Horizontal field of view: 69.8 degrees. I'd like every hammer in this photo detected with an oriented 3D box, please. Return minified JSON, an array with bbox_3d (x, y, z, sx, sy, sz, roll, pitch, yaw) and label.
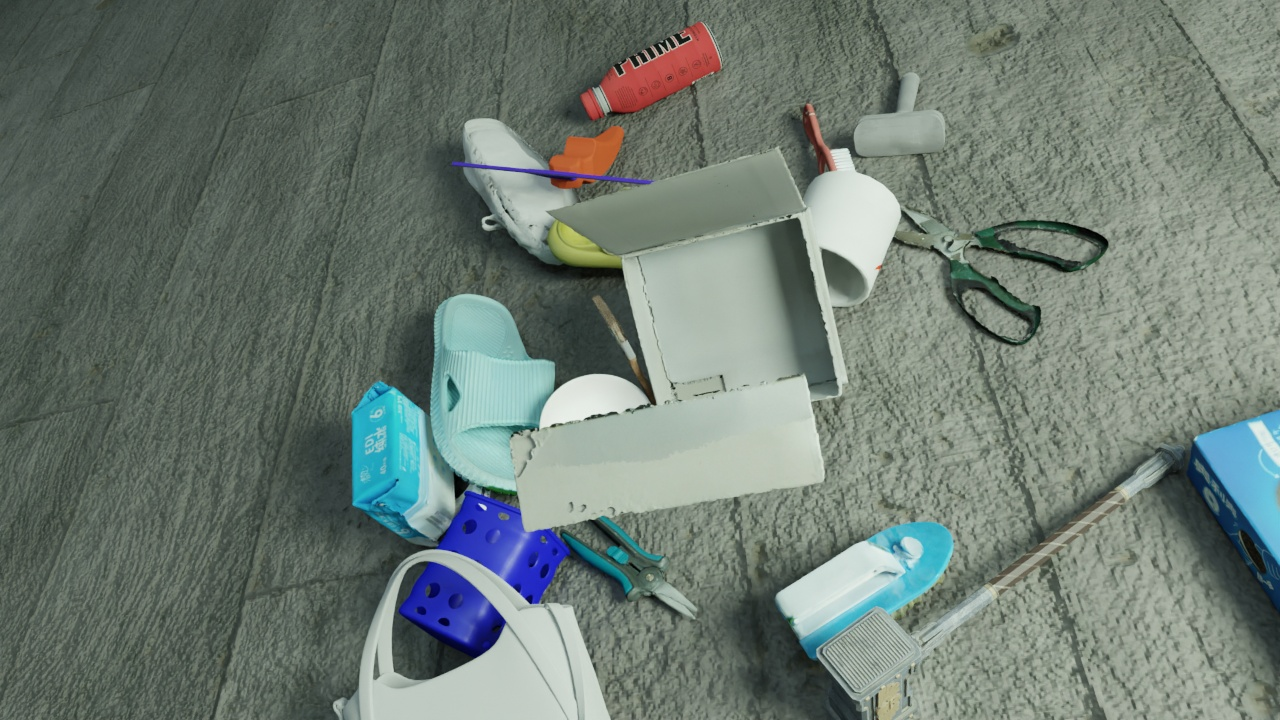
[{"bbox_3d":[0.264,0.146,0.640,0.321,0.098,0.044,-31,48,-13],"label":"hammer"}]

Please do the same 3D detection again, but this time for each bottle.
[{"bbox_3d":[0.010,-0.350,1.131,0.176,0.062,0.062,-26,49,3],"label":"bottle"}]

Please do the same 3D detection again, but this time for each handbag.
[{"bbox_3d":[-0.137,0.249,0.665,0.216,0.095,0.222,-26,79,4],"label":"handbag"}]

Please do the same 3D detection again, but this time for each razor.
[{"bbox_3d":[0.279,-0.266,0.968,0.088,0.047,0.116,1,48,24],"label":"razor"}]

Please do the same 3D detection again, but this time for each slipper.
[{"bbox_3d":[-0.145,-0.193,1.070,0.112,0.075,0.246,-24,52,-19],"label":"slipper"},{"bbox_3d":[-0.146,0.014,0.894,0.116,0.070,0.275,5,42,-22],"label":"slipper"},{"bbox_3d":[-0.005,-0.146,0.954,0.190,0.082,0.091,-1,50,5],"label":"slipper"}]

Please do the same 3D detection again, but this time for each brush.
[{"bbox_3d":[0.166,0.158,0.667,0.136,0.075,0.055,-32,49,-1],"label":"brush"},{"bbox_3d":[-0.005,0.005,0.812,0.008,0.143,0.045,-31,40,-3],"label":"brush"},{"bbox_3d":[0.201,-0.216,0.967,0.030,0.041,0.172,-5,49,-2],"label":"brush"}]

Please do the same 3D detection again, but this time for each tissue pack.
[{"bbox_3d":[-0.222,0.097,0.852,0.062,0.093,0.144,-25,48,13],"label":"tissue pack"}]

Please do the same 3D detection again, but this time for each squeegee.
[{"bbox_3d":[-0.063,-0.231,1.052,0.250,0.055,0.184,10,35,20],"label":"squeegee"}]

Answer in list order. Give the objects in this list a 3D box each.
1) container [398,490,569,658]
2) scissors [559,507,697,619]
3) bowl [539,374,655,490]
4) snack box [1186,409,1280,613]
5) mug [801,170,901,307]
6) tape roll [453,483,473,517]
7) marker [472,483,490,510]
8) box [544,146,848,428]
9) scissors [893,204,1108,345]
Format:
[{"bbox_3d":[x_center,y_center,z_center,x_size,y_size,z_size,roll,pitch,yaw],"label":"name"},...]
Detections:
[{"bbox_3d":[-0.130,0.185,0.769,0.085,0.084,0.113,14,62,30],"label":"container"},{"bbox_3d":[-0.015,0.174,0.769,0.139,0.019,0.128,-8,45,9],"label":"scissors"},{"bbox_3d":[-0.038,0.070,0.827,0.105,0.054,0.104,0,56,0],"label":"bowl"},{"bbox_3d":[0.499,0.121,0.564,0.196,0.056,0.238,-20,50,8],"label":"snack box"},{"bbox_3d":[0.176,-0.110,0.866,0.121,0.091,0.090,-17,41,57],"label":"mug"},{"bbox_3d":[-0.193,0.114,0.897,0.093,0.013,0.092,-12,51,15],"label":"tape roll"},{"bbox_3d":[-0.146,0.099,0.871,0.017,0.020,0.133,-27,38,23],"label":"marker"},{"bbox_3d":[0.026,-0.143,0.674,0.167,0.507,0.148,-12,47,15],"label":"box"},{"bbox_3d":[0.324,-0.109,0.842,0.154,0.015,0.209,-34,50,0],"label":"scissors"}]
